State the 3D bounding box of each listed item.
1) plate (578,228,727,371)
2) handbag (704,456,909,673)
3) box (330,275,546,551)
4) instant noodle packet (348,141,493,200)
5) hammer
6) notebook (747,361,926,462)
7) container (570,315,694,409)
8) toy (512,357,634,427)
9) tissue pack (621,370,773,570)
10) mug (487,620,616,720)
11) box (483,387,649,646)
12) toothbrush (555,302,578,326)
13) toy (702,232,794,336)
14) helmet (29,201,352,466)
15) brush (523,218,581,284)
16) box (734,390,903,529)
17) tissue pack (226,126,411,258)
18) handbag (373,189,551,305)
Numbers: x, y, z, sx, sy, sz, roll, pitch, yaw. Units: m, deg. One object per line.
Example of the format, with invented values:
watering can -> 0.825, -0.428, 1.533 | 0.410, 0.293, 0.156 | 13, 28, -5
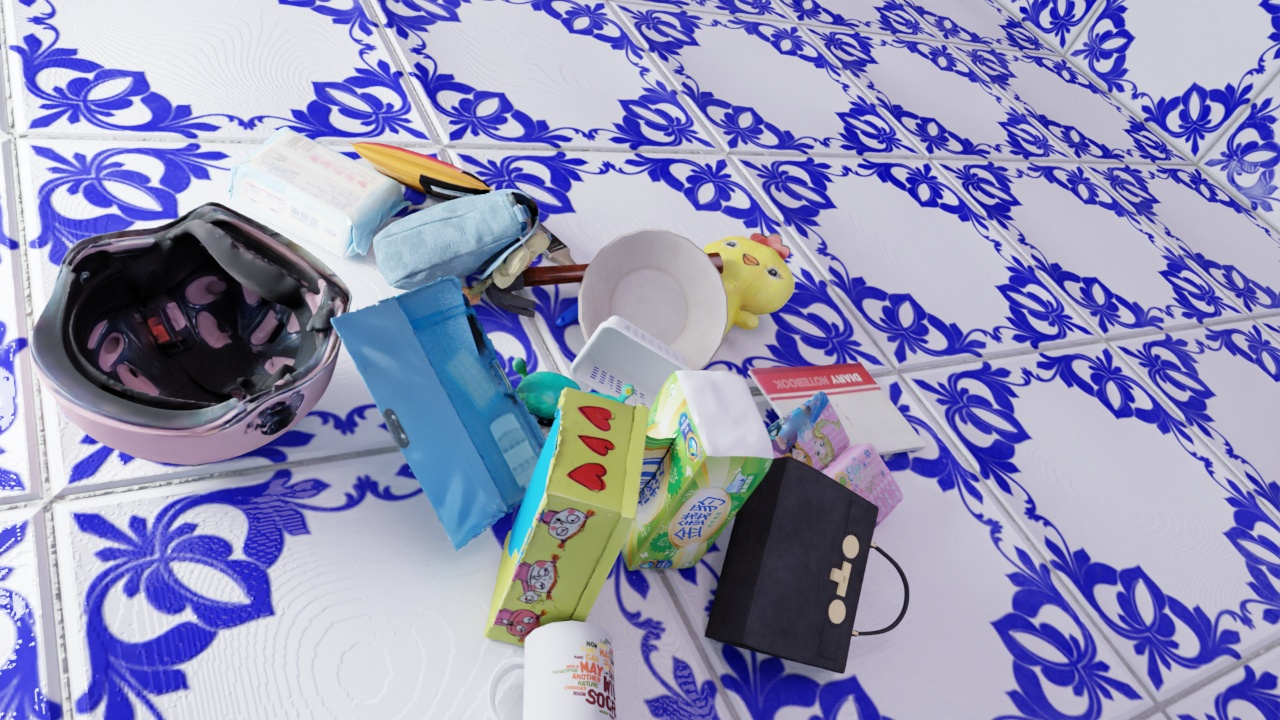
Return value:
plate -> 0.014, -0.061, 1.098 | 0.188, 0.027, 0.188 | 1, 88, -19
handbag -> 0.184, 0.212, 0.894 | 0.195, 0.072, 0.175 | 24, 71, -19
box -> -0.180, 0.043, 0.854 | 0.174, 0.034, 0.231 | -32, 96, -57
instant noodle packet -> -0.256, -0.222, 1.104 | 0.160, 0.032, 0.221 | 17, 2, -10
hammer -> -0.043, -0.109, 1.131 | 0.300, 0.028, 0.111 | -5, 51, -13
notebook -> 0.248, 0.062, 1.148 | 0.208, 0.012, 0.153 | -3, 48, -37
container -> -0.006, 0.006, 1.033 | 0.129, 0.081, 0.049 | 31, 25, -15
toy -> -0.062, 0.046, 0.967 | 0.193, 0.072, 0.130 | 19, 14, 7
tissue pack -> 0.013, 0.106, 0.859 | 0.141, 0.198, 0.120 | 5, 39, -26
mug -> -0.073, 0.272, 0.748 | 0.105, 0.074, 0.089 | -7, 46, 2
box -> -0.062, 0.140, 0.770 | 0.081, 0.222, 0.124 | 17, 40, -10
toothbrush -> -0.049, -0.084, 1.159 | 0.016, 0.018, 0.182 | 56, 43, -5
toy -> 0.120, -0.092, 1.205 | 0.134, 0.092, 0.207 | 36, 51, 20
helmet -> -0.390, -0.007, 0.808 | 0.230, 0.153, 0.254 | 30, 44, 2
brush -> -0.109, -0.141, 1.193 | 0.151, 0.012, 0.038 | 44, 44, 18
box -> 0.187, 0.136, 1.000 | 0.229, 0.035, 0.159 | -29, 86, -43
tissue pack -> -0.374, -0.193, 1.072 | 0.182, 0.070, 0.111 | 27, 41, -2
handbag -> -0.197, -0.123, 1.035 | 0.191, 0.122, 0.118 | -21, 98, -10
